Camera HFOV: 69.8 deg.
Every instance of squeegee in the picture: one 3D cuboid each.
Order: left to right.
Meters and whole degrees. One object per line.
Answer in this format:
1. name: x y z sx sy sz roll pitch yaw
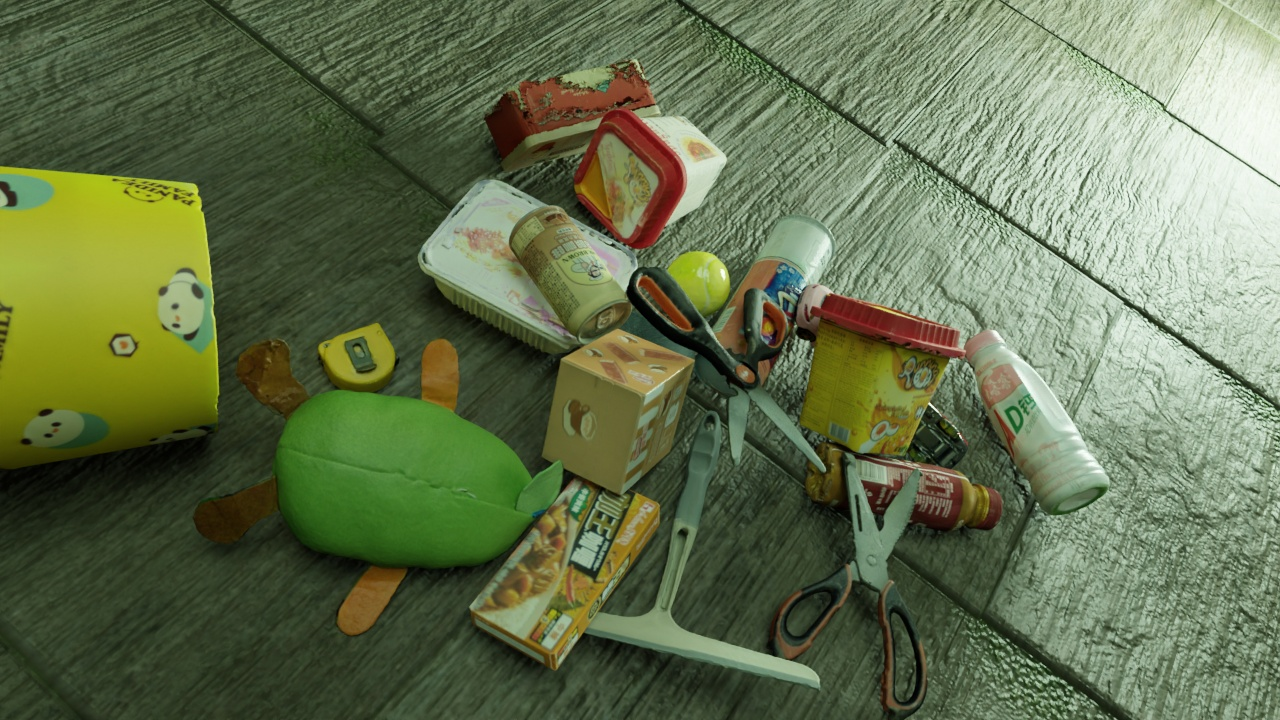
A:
1. squeegee: 0.035 0.139 0.759 0.246 0.039 0.245 10 45 10

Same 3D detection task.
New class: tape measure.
1. tape measure: -0.235 -0.002 0.769 0.059 0.029 0.057 -23 67 -30

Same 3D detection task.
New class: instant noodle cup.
1. instant noodle cup: -0.104 -0.078 0.849 0.173 0.060 0.137 29 52 0
2. instant noodle cup: 0.014 -0.193 0.946 0.116 0.117 0.124 47 42 15
3. instant noodle cup: 0.208 0.014 0.824 0.116 0.124 0.116 8 12 -40

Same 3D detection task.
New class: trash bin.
1. trash bin: -0.428 -0.028 0.607 0.254 0.230 0.229 -5 58 -28

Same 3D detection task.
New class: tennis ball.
1. tennis ball: 0.055 -0.074 0.897 0.065 0.066 0.065 9 54 -13

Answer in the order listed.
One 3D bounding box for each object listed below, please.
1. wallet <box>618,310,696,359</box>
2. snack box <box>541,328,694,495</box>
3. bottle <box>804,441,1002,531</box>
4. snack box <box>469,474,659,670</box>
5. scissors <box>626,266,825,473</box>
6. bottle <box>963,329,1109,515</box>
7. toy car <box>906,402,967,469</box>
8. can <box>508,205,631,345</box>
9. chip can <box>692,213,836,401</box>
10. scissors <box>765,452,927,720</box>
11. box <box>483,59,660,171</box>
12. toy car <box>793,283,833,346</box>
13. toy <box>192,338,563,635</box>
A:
1. wallet: -0.005 0.005 0.852 0.097 0.019 0.120 27 50 2
2. snack box: -0.018 0.039 0.747 0.077 0.093 0.094 23 27 19
3. bottle: 0.240 0.118 0.831 0.175 0.058 0.057 13 53 -10
4. snack box: -0.054 0.153 0.696 0.075 0.026 0.153 22 47 22
5. scissors: 0.079 -0.004 0.761 0.221 0.022 0.233 38 37 2
6. bottle: 0.390 0.056 0.924 0.068 0.068 0.196 -4 54 -22
7. toy car: 0.259 0.056 0.886 0.120 0.053 0.045 48 13 12
8. can: -0.061 -0.074 0.785 0.058 0.059 0.116 -23 66 -31
9. chip can: 0.125 -0.056 0.905 0.071 0.071 0.214 31 53 4
10. scissors: 0.187 0.189 0.759 0.226 0.015 0.189 -38 82 -18
11. box: -0.073 -0.264 0.957 0.168 0.091 0.080 -24 92 -31
12. toy car: 0.193 -0.025 0.897 0.122 0.037 0.056 43 59 -31
13. toy: -0.186 0.087 0.678 0.246 0.090 0.226 19 80 -19
